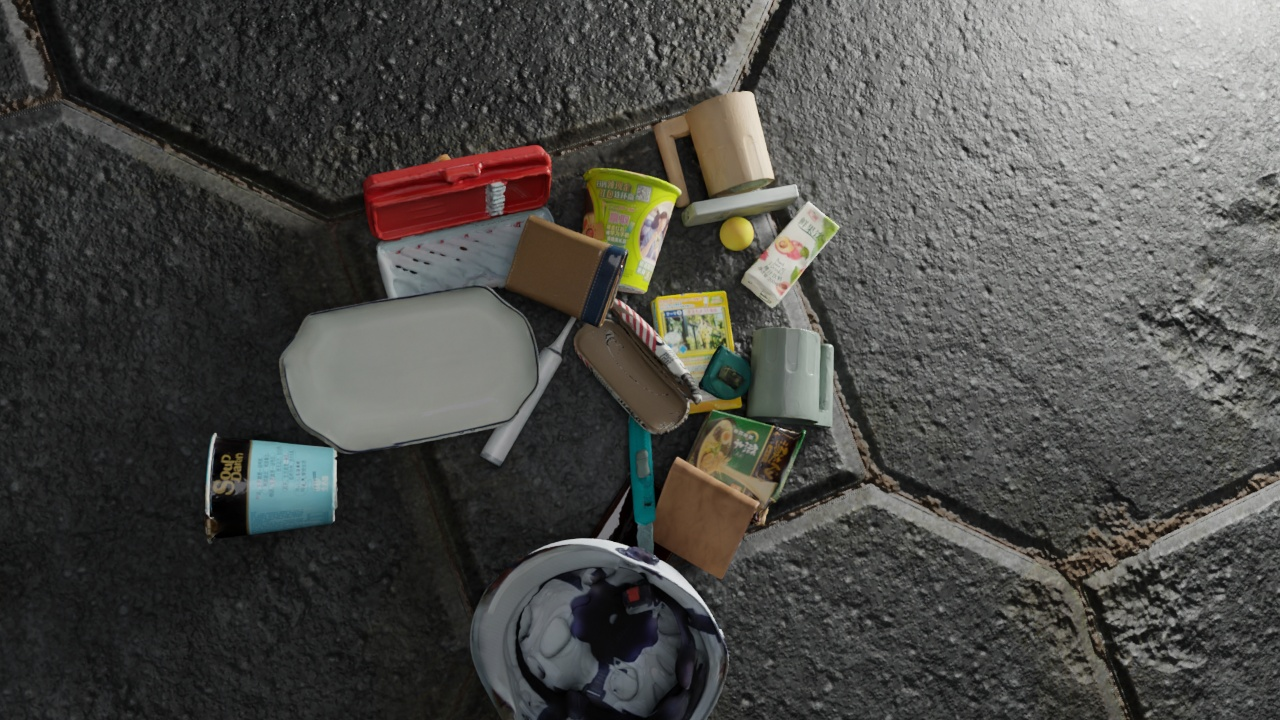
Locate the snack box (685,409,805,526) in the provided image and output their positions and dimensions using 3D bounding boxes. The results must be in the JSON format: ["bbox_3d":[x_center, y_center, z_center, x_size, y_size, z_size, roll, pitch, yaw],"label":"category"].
[{"bbox_3d":[0.108,0.112,1.033,0.105,0.118,0.117,25,80,2],"label":"snack box"}]

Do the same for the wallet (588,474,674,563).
[{"bbox_3d":[-0.002,0.199,1.043,0.096,0.020,0.122,37,77,-11],"label":"wallet"}]

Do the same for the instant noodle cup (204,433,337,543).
[{"bbox_3d":[-0.372,0.130,0.934,0.120,0.111,0.111,2,84,-19],"label":"instant noodle cup"}]

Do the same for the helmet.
[{"bbox_3d":[-0.042,0.287,0.956,0.258,0.146,0.229,29,95,-3],"label":"helmet"}]

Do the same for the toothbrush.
[{"bbox_3d":[-0.114,0.017,1.033,0.026,0.026,0.220,33,79,-18],"label":"toothbrush"}]

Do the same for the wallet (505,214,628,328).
[{"bbox_3d":[-0.079,-0.095,0.982,0.115,0.033,0.090,21,106,4],"label":"wallet"}]

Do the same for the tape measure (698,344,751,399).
[{"bbox_3d":[0.099,0.017,1.045,0.054,0.025,0.058,29,80,-7],"label":"tape measure"}]

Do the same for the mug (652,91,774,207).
[{"bbox_3d":[0.086,-0.245,1.081,0.125,0.084,0.103,-16,89,11],"label":"mug"}]

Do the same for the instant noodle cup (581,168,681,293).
[{"bbox_3d":[-0.021,-0.141,1.032,0.111,0.112,0.123,12,89,-11],"label":"instant noodle cup"}]

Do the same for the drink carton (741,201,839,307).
[{"bbox_3d":[0.179,-0.126,1.098,0.053,0.045,0.122,40,77,5],"label":"drink carton"}]

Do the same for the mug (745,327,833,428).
[{"bbox_3d":[0.182,0.022,1.075,0.123,0.084,0.103,10,80,-38],"label":"mug"}]

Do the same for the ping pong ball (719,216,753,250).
[{"bbox_3d":[0.114,-0.151,1.090,0.040,0.040,0.040,1,84,-12],"label":"ping pong ball"}]

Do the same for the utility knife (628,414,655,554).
[{"bbox_3d":[0.003,0.128,1.019,0.029,0.013,0.184,-9,60,9],"label":"utility knife"}]

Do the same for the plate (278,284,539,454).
[{"bbox_3d":[-0.241,0.007,0.976,0.265,0.034,0.162,-11,109,-5],"label":"plate"}]

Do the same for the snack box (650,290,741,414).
[{"bbox_3d":[0.065,-0.008,1.070,0.087,0.034,0.140,-7,88,-12],"label":"snack box"}]

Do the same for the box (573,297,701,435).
[{"bbox_3d":[-0.007,0.007,1.019,0.086,0.075,0.162,-44,75,0],"label":"box"}]

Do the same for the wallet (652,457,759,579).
[{"bbox_3d":[0.064,0.172,0.993,0.101,0.115,0.020,29,34,14],"label":"wallet"}]

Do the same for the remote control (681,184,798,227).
[{"bbox_3d":[0.118,-0.184,1.087,0.135,0.056,0.019,-13,86,-12],"label":"remote control"}]

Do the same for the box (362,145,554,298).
[{"bbox_3d":[-0.187,-0.146,0.989,0.201,0.069,0.158,-16,118,-19],"label":"box"}]

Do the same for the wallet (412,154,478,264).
[{"bbox_3d":[-0.227,-0.147,1.026,0.118,0.035,0.130,-37,93,-19],"label":"wallet"}]
